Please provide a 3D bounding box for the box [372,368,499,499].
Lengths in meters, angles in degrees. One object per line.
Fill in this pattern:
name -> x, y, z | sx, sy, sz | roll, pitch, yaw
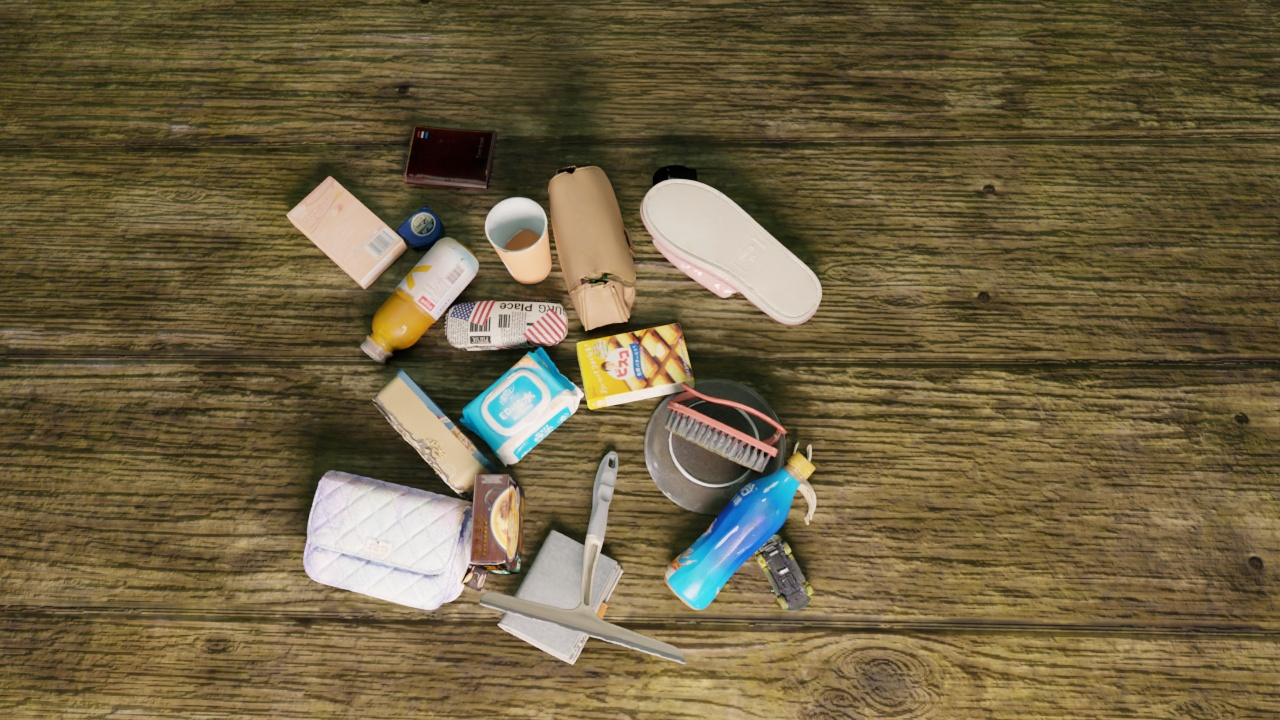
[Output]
box -> -0.260, 0.089, 1.145 | 0.059, 0.090, 0.184 | -42, 79, -9

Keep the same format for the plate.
plate -> 0.093, 0.106, 1.156 | 0.179, 0.024, 0.179 | -1, 71, 3

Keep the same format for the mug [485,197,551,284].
mug -> -0.154, -0.150, 1.204 | 0.078, 0.123, 0.078 | -1, 70, 2

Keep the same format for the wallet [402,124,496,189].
wallet -> -0.272, -0.291, 1.314 | 0.122, 0.020, 0.096 | 5, 71, 2

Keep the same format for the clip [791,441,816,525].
clip -> 0.203, 0.158, 1.129 | 0.092, 0.035, 0.103 | 33, 68, 17

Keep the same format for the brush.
brush -> 0.101, 0.080, 1.120 | 0.146, 0.063, 0.069 | 24, 85, 12

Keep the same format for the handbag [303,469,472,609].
handbag -> -0.299, 0.216, 1.102 | 0.194, 0.075, 0.134 | 11, 85, 7

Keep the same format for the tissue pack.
tissue pack -> -0.151, 0.058, 1.164 | 0.140, 0.063, 0.090 | -41, 74, -10

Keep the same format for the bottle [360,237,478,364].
bottle -> -0.294, -0.078, 1.215 | 0.068, 0.068, 0.189 | 35, 77, 13

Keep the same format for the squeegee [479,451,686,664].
squeegee -> -0.054, 0.218, 1.096 | 0.246, 0.039, 0.245 | 20, 49, -15

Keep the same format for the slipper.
slipper -> 0.120, -0.143, 1.222 | 0.274, 0.054, 0.114 | 34, 79, 2

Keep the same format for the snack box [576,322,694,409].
snack box -> -0.007, 0.007, 1.184 | 0.140, 0.034, 0.086 | -12, 62, -1

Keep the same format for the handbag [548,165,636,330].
handbag -> -0.059, -0.149, 1.185 | 0.100, 0.148, 0.204 | -15, 75, 0

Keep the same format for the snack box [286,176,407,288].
snack box -> -0.408, -0.179, 1.277 | 0.157, 0.026, 0.084 | 40, 78, 15

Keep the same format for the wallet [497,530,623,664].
wallet -> -0.092, 0.283, 1.097 | 0.106, 0.037, 0.129 | 25, 62, 10

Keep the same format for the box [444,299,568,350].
box -> -0.176, -0.046, 1.217 | 0.164, 0.058, 0.070 | 0, 54, 2

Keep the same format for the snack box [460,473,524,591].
snack box -> -0.173, 0.206, 1.088 | 0.053, 0.113, 0.125 | -1, 72, 2

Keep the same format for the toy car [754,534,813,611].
toy car -> 0.170, 0.254, 1.095 | 0.043, 0.036, 0.091 | -25, 71, -7

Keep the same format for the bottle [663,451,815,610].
bottle -> 0.121, 0.196, 1.077 | 0.065, 0.065, 0.219 | 44, 94, 15

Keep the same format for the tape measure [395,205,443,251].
tape measure -> -0.301, -0.180, 1.273 | 0.054, 0.025, 0.058 | 43, 82, 13

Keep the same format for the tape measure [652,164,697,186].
tape measure -> 0.046, -0.240, 1.259 | 0.057, 0.058, 0.039 | 1, 71, -21
